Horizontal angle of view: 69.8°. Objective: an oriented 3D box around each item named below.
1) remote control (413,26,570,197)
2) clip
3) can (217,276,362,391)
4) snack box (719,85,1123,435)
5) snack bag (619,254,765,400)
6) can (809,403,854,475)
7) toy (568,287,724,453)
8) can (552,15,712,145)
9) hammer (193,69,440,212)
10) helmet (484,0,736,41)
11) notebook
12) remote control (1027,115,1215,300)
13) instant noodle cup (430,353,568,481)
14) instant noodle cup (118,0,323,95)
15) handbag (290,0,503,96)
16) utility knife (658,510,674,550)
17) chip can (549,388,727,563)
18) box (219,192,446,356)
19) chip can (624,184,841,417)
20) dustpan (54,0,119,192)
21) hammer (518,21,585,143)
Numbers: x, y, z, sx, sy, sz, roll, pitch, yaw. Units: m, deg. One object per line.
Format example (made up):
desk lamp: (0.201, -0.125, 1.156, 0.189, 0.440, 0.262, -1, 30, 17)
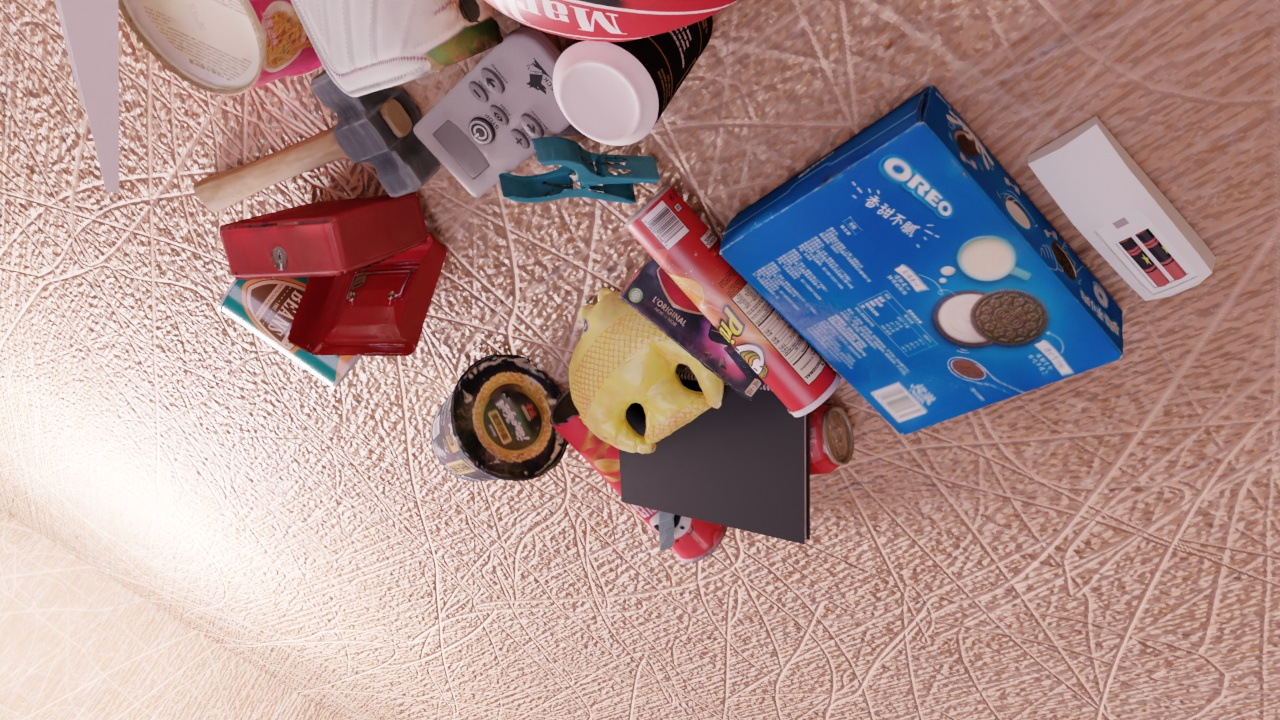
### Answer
remote control: (-0.106, -0.182, 0.684, 0.151, 0.019, 0.074, -26, 115, 43)
clip: (-0.039, -0.150, 0.695, 0.130, 0.031, 0.121, -9, 163, -17)
can: (-0.364, -0.049, 0.999, 0.144, 0.099, 0.100, 37, 140, -12)
snack box: (0.208, -0.060, 0.696, 0.239, 0.056, 0.196, 43, 138, -17)
snack bag: (0.061, -0.037, 0.797, 0.155, 0.074, 0.018, 38, 176, -13)
can: (0.118, 0.082, 0.892, 0.171, 0.067, 0.067, -12, 127, 38)
toy: (-0.005, 0.005, 0.861, 0.171, 0.064, 0.155, -38, 85, 31)
can: (-0.002, -0.202, 0.602, 0.072, 0.128, 0.072, 16, 139, 14)
hammer: (-0.330, -0.190, 0.871, 0.324, 0.051, 0.117, -7, 128, 38)
helmet: (-0.031, -0.288, 0.473, 0.271, 0.197, 0.225, 26, 137, 9)
notebook: (0.065, 0.083, 0.879, 0.207, 0.016, 0.149, 7, 107, 35)
remote control: (0.325, -0.094, 0.616, 0.143, 0.024, 0.050, 41, 139, -16)
instant noodle cup: (-0.162, 0.072, 1.003, 0.137, 0.137, 0.113, 41, 147, -16)
instant noodle cup: (-0.342, -0.293, 0.739, 0.179, 0.077, 0.179, 16, 140, 14)
handbag: (-0.177, -0.289, 0.604, 0.142, 0.096, 0.199, 7, 126, 46)
utility knife: (0.024, 0.101, 0.948, 0.031, 0.015, 0.225, 5, 111, 14)
chip can: (0.000, 0.121, 0.999, 0.073, 0.073, 0.233, -19, 121, 42)
box: (-0.293, -0.103, 0.871, 0.158, 0.146, 0.156, -1, 151, 31)
chip can: (0.076, -0.048, 0.758, 0.214, 0.051, 0.052, 47, 138, -7)
dustpan: (-0.448, -0.291, 0.711, 0.191, 0.053, 0.258, 47, 130, 41)
hammer: (-0.089, -0.296, 0.620, 0.098, 0.052, 0.329, 6, 133, 25)
